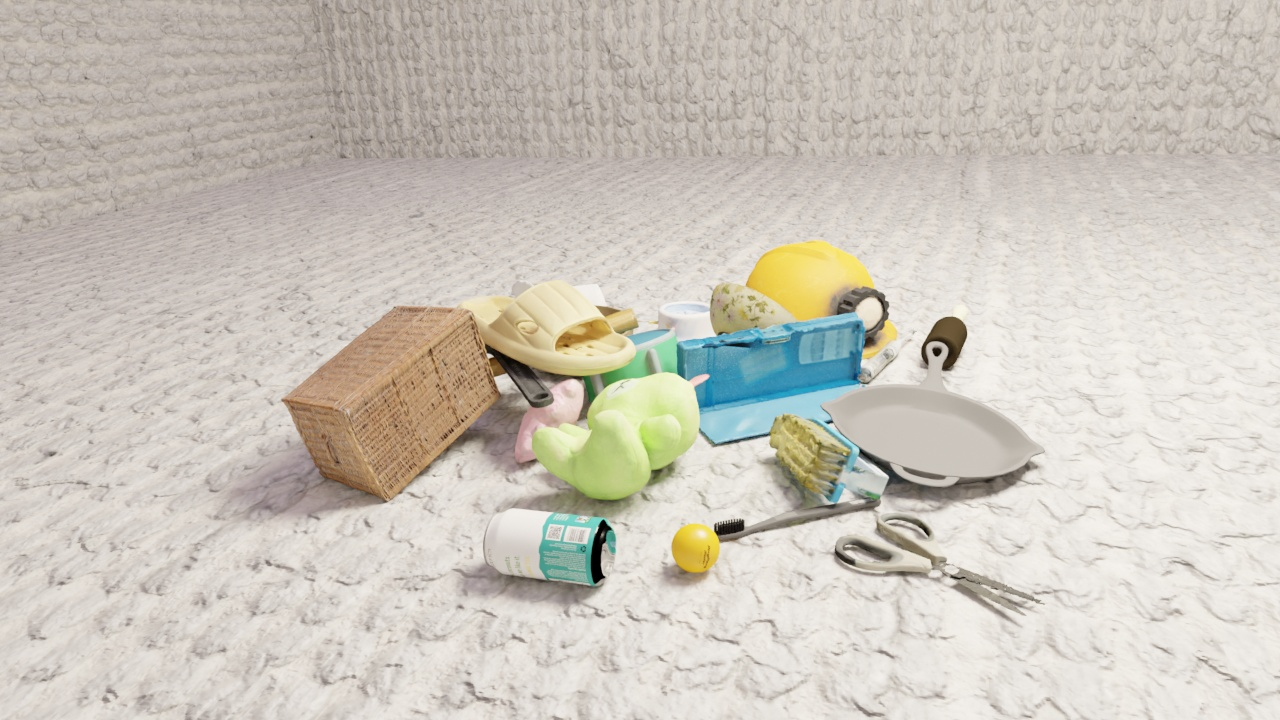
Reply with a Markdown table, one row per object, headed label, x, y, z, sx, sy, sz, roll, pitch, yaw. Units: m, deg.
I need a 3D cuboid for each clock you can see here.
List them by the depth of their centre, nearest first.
| label | x | y | z | sx | sy | sz | roll | pitch | yaw |
| --- | --- | --- | --- | --- | --- | --- | --- | --- | --- |
| clock | -0.006 | 0.006 | 1.113 | 0.122 | 0.075 | 0.161 | -15 | 9 | 10 |
| clock | 0.078 | -0.052 | 1.297 | 0.125 | 0.052 | 0.089 | -11 | 20 | -28 |

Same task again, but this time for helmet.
| label | x | y | z | sx | sy | sz | roll | pitch | yaw |
| --- | --- | --- | --- | --- | --- | --- | --- | --- | --- |
| helmet | 0.240 | -0.100 | 1.286 | 0.205 | 0.131 | 0.255 | -13 | 21 | -22 |

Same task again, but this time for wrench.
| label | x | y | z | sx | sy | sz | roll | pitch | yaw |
| --- | --- | --- | --- | --- | --- | --- | --- | --- | --- |
| wrench | -0.147 | 0.002 | 1.035 | 0.073 | 0.018 | 0.273 | -16 | 23 | -17 |

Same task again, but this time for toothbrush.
| label | x | y | z | sx | sy | sz | roll | pitch | yaw |
| --- | --- | --- | --- | --- | --- | --- | --- | --- | --- |
| toothbrush | 0.142 | 0.140 | 0.823 | 0.167 | 0.013 | 0.013 | -7 | 20 | -17 |
| toothbrush | 0.322 | -0.011 | 1.186 | 0.022 | 0.024 | 0.185 | 48 | 39 | 11 |

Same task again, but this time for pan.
| label | x | y | z | sx | sy | sz | roll | pitch | yaw |
| --- | --- | --- | --- | --- | --- | --- | --- | --- | --- |
| pan | 0.309 | 0.052 | 0.982 | 0.217 | 0.024 | 0.353 | 11 | 26 | 16 |

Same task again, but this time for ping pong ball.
| label | x | y | z | sx | sy | sz | roll | pitch | yaw |
| --- | --- | --- | --- | --- | --- | --- | --- | --- | --- |
| ping pong ball | 0.045 | 0.154 | 0.755 | 0.040 | 0.040 | 0.040 | -3 | 20 | 1 |

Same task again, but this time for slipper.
| label | x | y | z | sx | sy | sz | roll | pitch | yaw |
| --- | --- | --- | --- | --- | --- | --- | --- | --- | --- |
| slipper | -0.119 | -0.050 | 1.037 | 0.262 | 0.079 | 0.111 | 19 | 30 | 41 |

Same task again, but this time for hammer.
| label | x | y | z | sx | sy | sz | roll | pitch | yaw |
| --- | --- | --- | --- | --- | --- | --- | --- | --- | --- |
| hammer | -0.162 | 0.001 | 1.115 | 0.330 | 0.033 | 0.132 | -19 | 19 | -3 |

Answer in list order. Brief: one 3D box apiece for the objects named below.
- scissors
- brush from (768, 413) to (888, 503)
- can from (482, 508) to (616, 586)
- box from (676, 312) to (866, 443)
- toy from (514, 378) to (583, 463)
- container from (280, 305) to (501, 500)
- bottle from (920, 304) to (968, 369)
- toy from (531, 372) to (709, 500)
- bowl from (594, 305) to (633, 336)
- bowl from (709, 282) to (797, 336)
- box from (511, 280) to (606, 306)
| label | x | y | z | sx | sy | sz | roll | pitch | yaw |
| --- | --- | --- | --- | --- | --- | --- | --- | --- | --- |
| scissors | 0.230 | 0.166 | 0.737 | 0.150 | 0.013 | 0.164 | -5 | 22 | -2 |
| brush | 0.177 | 0.091 | 0.887 | 0.075 | 0.055 | 0.136 | 19 | 9 | -14 |
| can | -0.074 | 0.153 | 0.756 | 0.102 | 0.055 | 0.054 | 3 | 21 | 17 |
| box | 0.167 | 0.018 | 1.036 | 0.231 | 0.094 | 0.112 | -9 | 24 | -17 |
| toy | -0.101 | 0.069 | 0.974 | 0.053 | 0.099 | 0.095 | 38 | 57 | 3 |
| container | -0.257 | 0.036 | 0.958 | 0.113 | 0.114 | 0.197 | 9 | 39 | 33 |
| bottle | 0.411 | -0.040 | 1.215 | 0.045 | 0.045 | 0.184 | 7 | 23 | 25 |
| toy | -0.010 | 0.073 | 0.912 | 0.150 | 0.107 | 0.196 | -17 | 0 | 36 |
| bowl | -0.083 | -0.024 | 1.232 | 0.152 | 0.050 | 0.152 | -4 | 25 | 1 |
| bowl | 0.136 | -0.028 | 1.157 | 0.145 | 0.145 | 0.063 | 18 | 67 | 44 |
| box | -0.124 | -0.078 | 1.360 | 0.147 | 0.084 | 0.136 | -6 | 27 | -3 |
